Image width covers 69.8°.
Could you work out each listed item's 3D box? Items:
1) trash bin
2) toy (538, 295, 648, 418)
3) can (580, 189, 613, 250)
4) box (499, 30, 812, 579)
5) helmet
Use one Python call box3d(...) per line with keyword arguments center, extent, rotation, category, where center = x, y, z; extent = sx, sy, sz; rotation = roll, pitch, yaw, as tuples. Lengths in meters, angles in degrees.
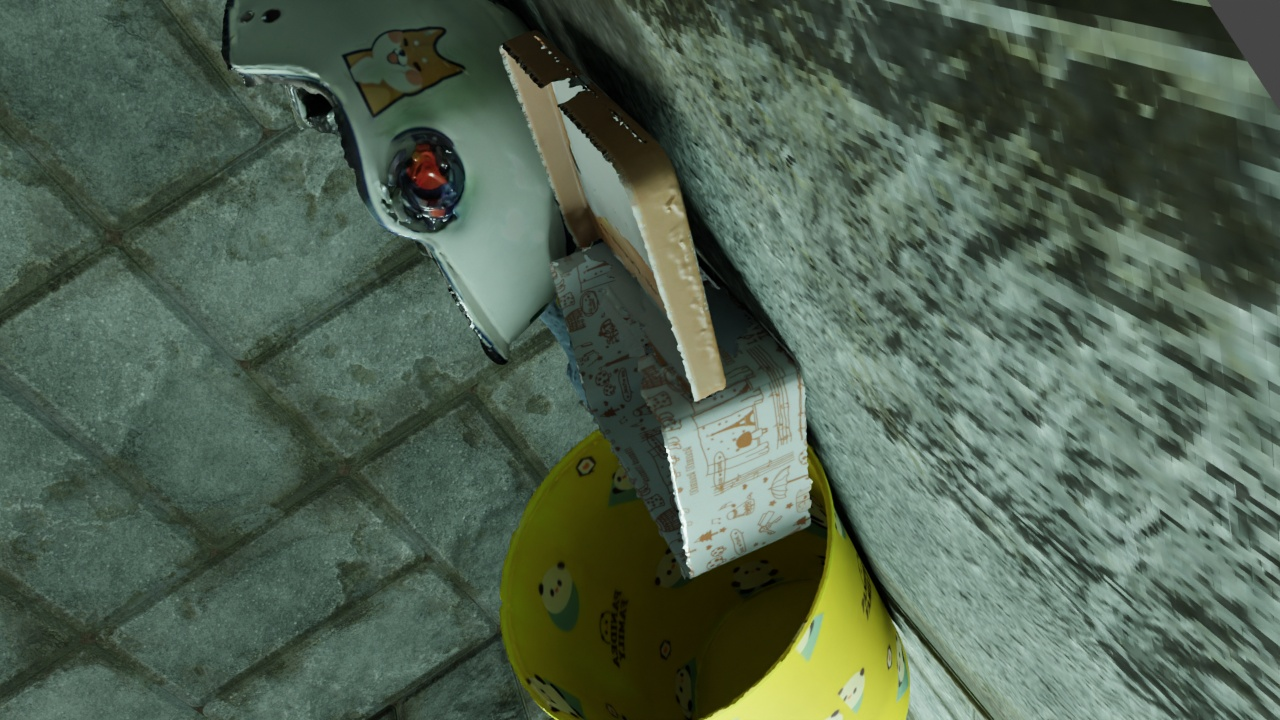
box3d(center=(0.066, 0.187, 0.650), extent=(0.255, 0.229, 0.229), rotation=(51, -177, -42), category="trash bin")
box3d(center=(0.002, 0.057, 0.797), extent=(0.138, 0.091, 0.356), rotation=(1, 128, 40), category="toy")
box3d(center=(-0.053, -0.106, 0.761), extent=(0.075, 0.075, 0.111), rotation=(56, 179, 23), category="can")
box3d(center=(0.006, -0.030, 0.484), extent=(0.177, 0.082, 0.261), rotation=(-125, 16, -48), category="box")
box3d(center=(-0.122, -0.148, 0.593), extent=(0.274, 0.157, 0.230), rotation=(50, 177, -5), category="helmet")
